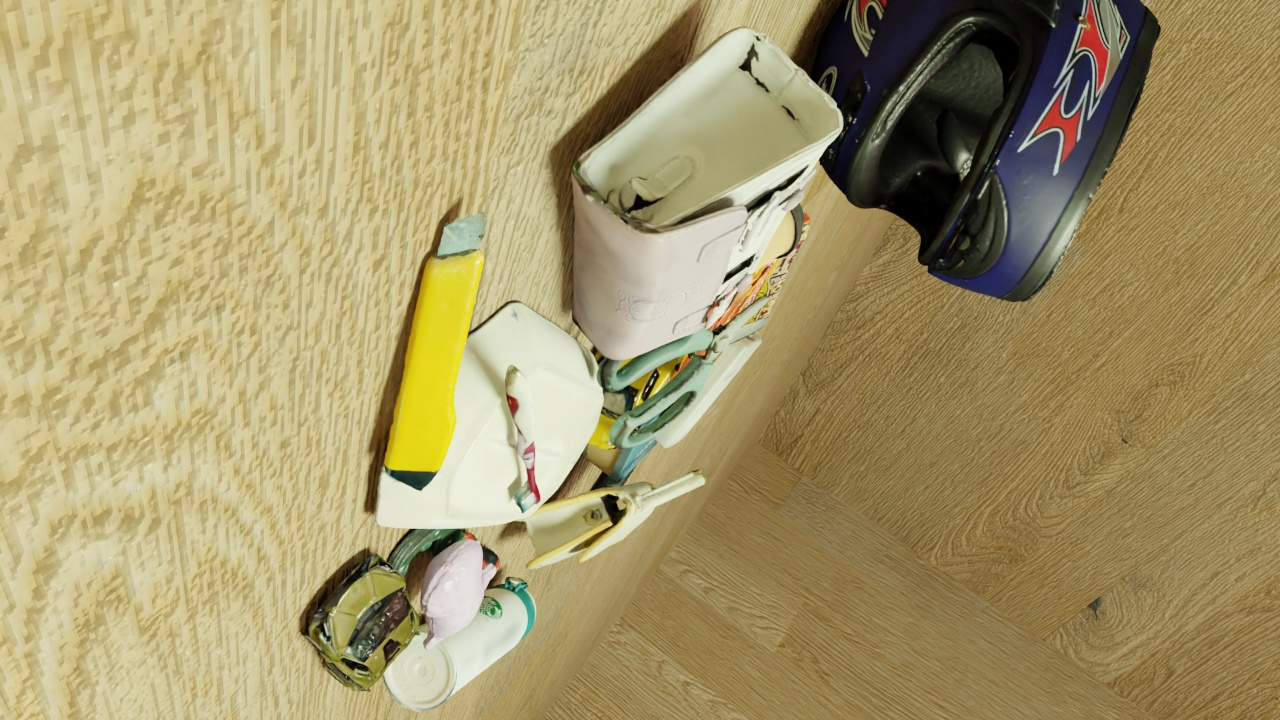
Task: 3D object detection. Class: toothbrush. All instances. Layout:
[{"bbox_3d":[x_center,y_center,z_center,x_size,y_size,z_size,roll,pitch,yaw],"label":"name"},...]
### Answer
[{"bbox_3d":[-0.074,0.054,0.566,0.017,0.016,0.188,-40,159,-23],"label":"toothbrush"}]

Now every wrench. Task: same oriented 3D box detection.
[{"bbox_3d":[-0.150,0.163,0.759,0.056,0.016,0.273,-49,167,-11],"label":"wrench"}]

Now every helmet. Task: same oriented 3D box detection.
[{"bbox_3d":[0.258,-0.215,0.759,0.314,0.240,0.248,-59,167,-32],"label":"helmet"}]

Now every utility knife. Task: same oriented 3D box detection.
[{"bbox_3d":[-0.102,0.000,0.460,0.033,0.015,0.174,5,126,-24],"label":"utility knife"}]

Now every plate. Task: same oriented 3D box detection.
[{"bbox_3d":[-0.085,0.054,0.626,0.162,0.034,0.265,-58,165,-3],"label":"plate"}]

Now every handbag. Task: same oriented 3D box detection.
[{"bbox_3d":[-0.021,0.150,0.901,0.179,0.063,0.163,-20,172,9],"label":"handbag"},{"bbox_3d":[0.027,-0.084,0.565,0.144,0.098,0.197,-36,169,-16],"label":"handbag"}]

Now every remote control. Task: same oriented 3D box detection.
[{"bbox_3d":[0.063,0.028,0.876,0.135,0.019,0.056,-53,167,22],"label":"remote control"}]

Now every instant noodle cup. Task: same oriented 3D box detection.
[{"bbox_3d":[0.074,-0.061,0.873,0.188,0.079,0.165,-42,163,-46],"label":"instant noodle cup"}]

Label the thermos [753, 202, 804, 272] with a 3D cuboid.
[{"bbox_3d":[0.058,-0.093,0.721,0.143,0.093,0.093,-42,164,-24],"label":"thermos"}]

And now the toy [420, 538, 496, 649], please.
[{"bbox_3d":[-0.139,0.172,0.697,0.083,0.039,0.108,-50,161,-30],"label":"toy"}]

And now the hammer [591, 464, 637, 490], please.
[{"bbox_3d":[0.032,0.047,1.120,0.301,0.033,0.128,-57,167,7],"label":"hammer"}]

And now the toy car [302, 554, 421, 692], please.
[{"bbox_3d":[-0.185,0.182,0.621,0.070,0.042,0.158,-50,164,-27],"label":"toy car"}]

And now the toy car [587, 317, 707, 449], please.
[{"bbox_3d":[-0.005,0.005,0.763,0.156,0.071,0.041,-55,169,1],"label":"toy car"}]

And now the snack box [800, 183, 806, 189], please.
[{"bbox_3d":[0.151,-0.200,0.921,0.084,0.026,0.157,-51,167,-19],"label":"snack box"}]

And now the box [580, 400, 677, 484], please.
[{"bbox_3d":[0.003,0.048,0.939,0.183,0.062,0.090,-44,163,-48],"label":"box"}]

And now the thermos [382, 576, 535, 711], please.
[{"bbox_3d":[-0.158,0.258,0.868,0.073,0.073,0.224,-57,168,6],"label":"thermos"}]

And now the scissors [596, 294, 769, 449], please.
[{"bbox_3d":[0.032,-0.006,0.697,0.177,0.019,0.169,-42,148,0],"label":"scissors"}]
